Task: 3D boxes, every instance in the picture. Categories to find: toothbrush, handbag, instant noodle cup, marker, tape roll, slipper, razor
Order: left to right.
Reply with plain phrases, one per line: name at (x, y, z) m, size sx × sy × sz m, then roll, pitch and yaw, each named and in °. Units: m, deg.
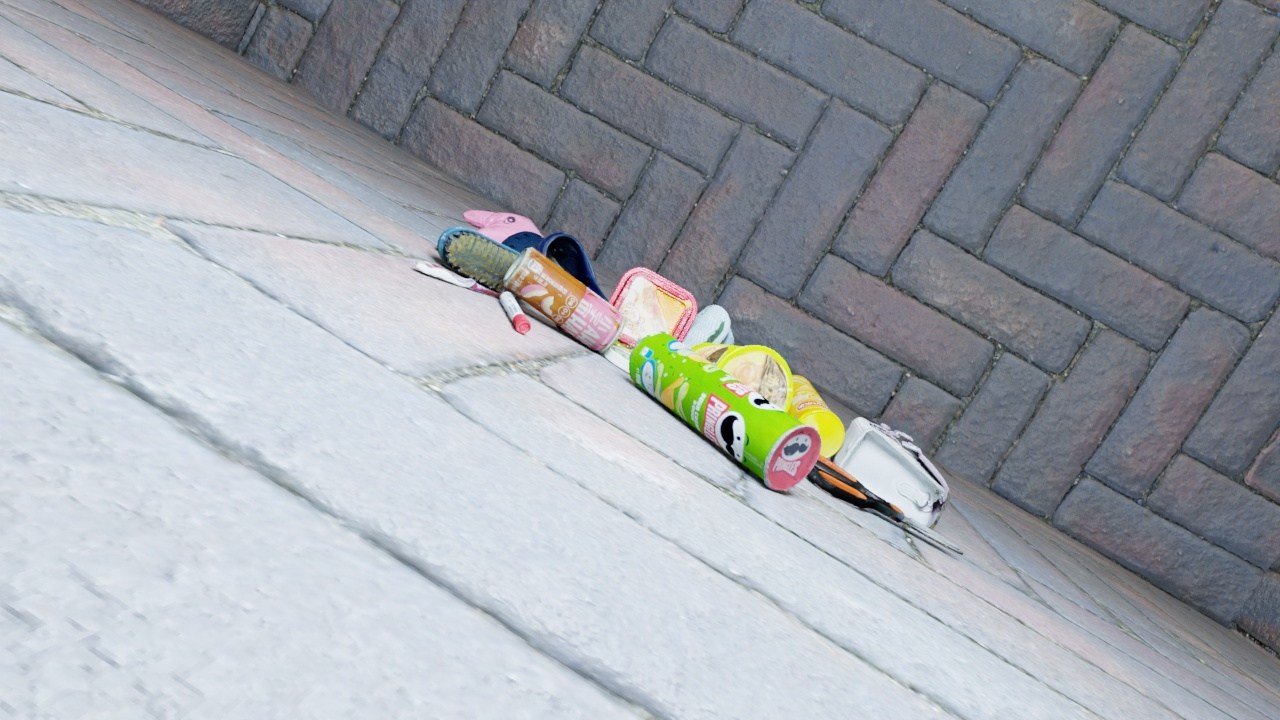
toothbrush at (-0.192, -0.089, 1.032) m, size 0.016 × 0.017 × 0.187 m, roll 37°, pitch 8°, yaw 25°
marker at (-0.139, -0.055, 1.007) m, size 0.017 × 0.017 × 0.145 m, roll 27°, pitch 7°, yaw -21°
slipper at (-0.122, -0.130, 1.270) m, size 0.105 × 0.095 × 0.253 m, roll 11°, pitch 22°, yaw -38°
razor at (-0.051, -0.028, 1.165) m, size 0.142 × 0.022 × 0.043 m, roll 24°, pitch 7°, yaw -39°
tape roll at (-0.007, 0.007, 1.129) m, size 0.086 × 0.014 × 0.085 m, roll 29°, pitch 6°, yaw -4°
instant noodle cup at (0.007, -0.058, 1.298) m, size 0.116 × 0.116 × 0.124 m, roll 29°, pitch -5°, yaw -3°
slipper at (0.088, -0.018, 1.360) m, size 0.074 × 0.104 × 0.245 m, roll 42°, pitch -5°, yaw -3°
instant noodle cup at (0.101, 0.028, 1.091) m, size 0.111 × 0.111 × 0.123 m, roll 27°, pitch -1°, yaw -25°
handbag at (0.342, 0.148, 1.256) m, size 0.145 × 0.098 × 0.197 m, roll 36°, pitch 8°, yaw 7°

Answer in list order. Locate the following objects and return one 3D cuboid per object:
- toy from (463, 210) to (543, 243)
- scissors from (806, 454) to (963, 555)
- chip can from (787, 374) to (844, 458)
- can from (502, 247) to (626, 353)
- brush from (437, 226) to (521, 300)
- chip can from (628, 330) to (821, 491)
toy at (-0.196, -0.176, 1.433) m, size 0.194 × 0.075 × 0.178 m, roll 46°, pitch 29°, yaw 25°
scissors at (0.290, 0.183, 1.089) m, size 0.234 × 0.022 × 0.152 m, roll 35°, pitch 14°, yaw 14°
chip can at (0.239, 0.079, 1.340) m, size 0.072 × 0.072 × 0.213 m, roll 29°, pitch 10°, yaw -7°
can at (-0.090, -0.071, 1.092) m, size 0.147 × 0.058 × 0.058 m, roll 36°, pitch 5°, yaw -17°
brush at (-0.189, -0.123, 1.135) m, size 0.143 × 0.055 × 0.073 m, roll 24°, pitch 9°, yaw -39°
chip can at (0.079, 0.046, 0.953) m, size 0.072 × 0.072 × 0.236 m, roll 23°, pitch 9°, yaw -44°
